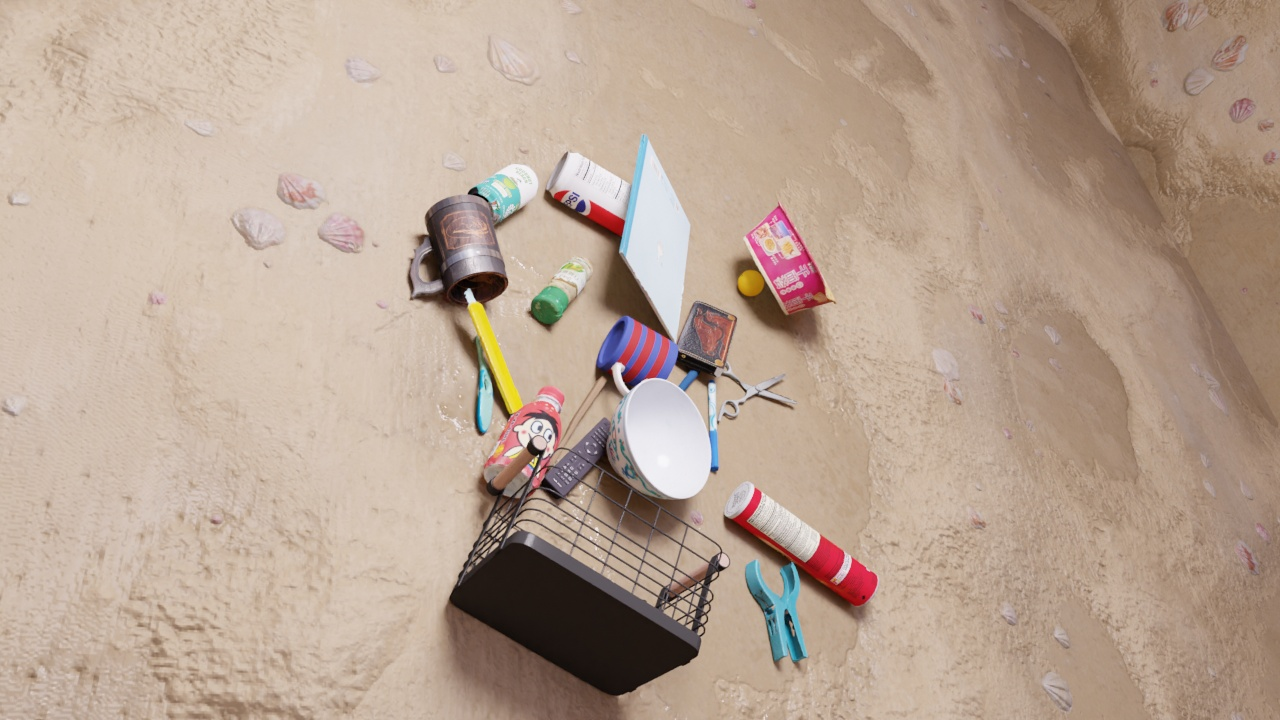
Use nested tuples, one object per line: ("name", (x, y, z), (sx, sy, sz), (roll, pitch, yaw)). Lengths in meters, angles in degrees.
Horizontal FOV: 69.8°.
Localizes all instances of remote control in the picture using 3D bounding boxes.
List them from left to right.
("remote control", (-0.067, 0.112, 1.068), (0.032, 0.015, 0.136), (46, 40, 0))

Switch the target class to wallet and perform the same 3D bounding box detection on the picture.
("wallet", (0.092, -0.032, 1.281), (0.072, 0.020, 0.122), (24, 42, -1))

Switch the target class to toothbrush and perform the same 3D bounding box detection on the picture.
("toothbrush", (-0.178, 0.022, 1.048), (0.022, 0.017, 0.135), (39, 35, -49))
("toothbrush", (-0.078, 0.070, 1.091), (0.016, 0.016, 0.166), (40, 44, -7))
("toothbrush", (0.088, 0.000, 1.273), (0.014, 0.014, 0.167), (37, 43, 7))

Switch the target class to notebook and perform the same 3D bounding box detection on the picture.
("notebook", (0.026, -0.174, 1.288), (0.181, 0.009, 0.252), (58, 30, -41))

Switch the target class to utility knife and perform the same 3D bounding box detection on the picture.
("utility knife", (-0.168, -0.008, 1.055), (0.164, 0.017, 0.030), (70, 19, 1))

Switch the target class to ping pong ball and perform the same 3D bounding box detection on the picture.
("ping pong ball", (0.169, -0.118, 1.404), (0.040, 0.040, 0.040), (20, 49, -25))

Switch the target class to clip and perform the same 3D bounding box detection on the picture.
("clip", (0.182, 0.297, 1.117), (0.121, 0.031, 0.130), (-8, 64, -46))

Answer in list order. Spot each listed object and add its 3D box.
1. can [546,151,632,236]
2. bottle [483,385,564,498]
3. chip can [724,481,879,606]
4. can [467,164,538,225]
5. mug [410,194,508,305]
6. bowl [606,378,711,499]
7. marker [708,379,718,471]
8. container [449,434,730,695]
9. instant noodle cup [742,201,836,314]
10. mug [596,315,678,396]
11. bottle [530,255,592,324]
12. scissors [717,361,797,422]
("can", (-0.060, -0.234, 1.292), (0.132, 0.070, 0.070), (28, 46, -19))
("bottle", (-0.120, 0.084, 1.015), (0.062, 0.062, 0.137), (34, 45, -12))
("chip can", (0.206, 0.234, 1.161), (0.214, 0.052, 0.051), (36, 44, -11))
("can", (-0.179, -0.218, 1.199), (0.055, 0.055, 0.101), (45, 43, -1))
("mug", (-0.224, -0.126, 1.091), (0.115, 0.080, 0.107), (-14, 67, -12))
("bowl", (0.008, 0.101, 1.081), (0.144, 0.074, 0.143), (25, 54, -39))
("marker", (0.096, 0.083, 1.218), (0.013, 0.013, 0.141), (22, 48, -24))
("container", (-0.049, 0.205, 0.904), (0.241, 0.163, 0.130), (34, 44, -12))
("instant noodle cup", (0.221, -0.146, 1.395), (0.178, 0.078, 0.178), (57, 12, -20))
("mug", (-0.007, 0.007, 1.148), (0.076, 0.075, 0.111), (29, 42, -17))
("bottle", (-0.098, -0.092, 1.177), (0.043, 0.043, 0.110), (40, 43, -7))
("scissors", (0.156, 0.050, 1.289), (0.141, 0.014, 0.161), (33, 45, -8))
